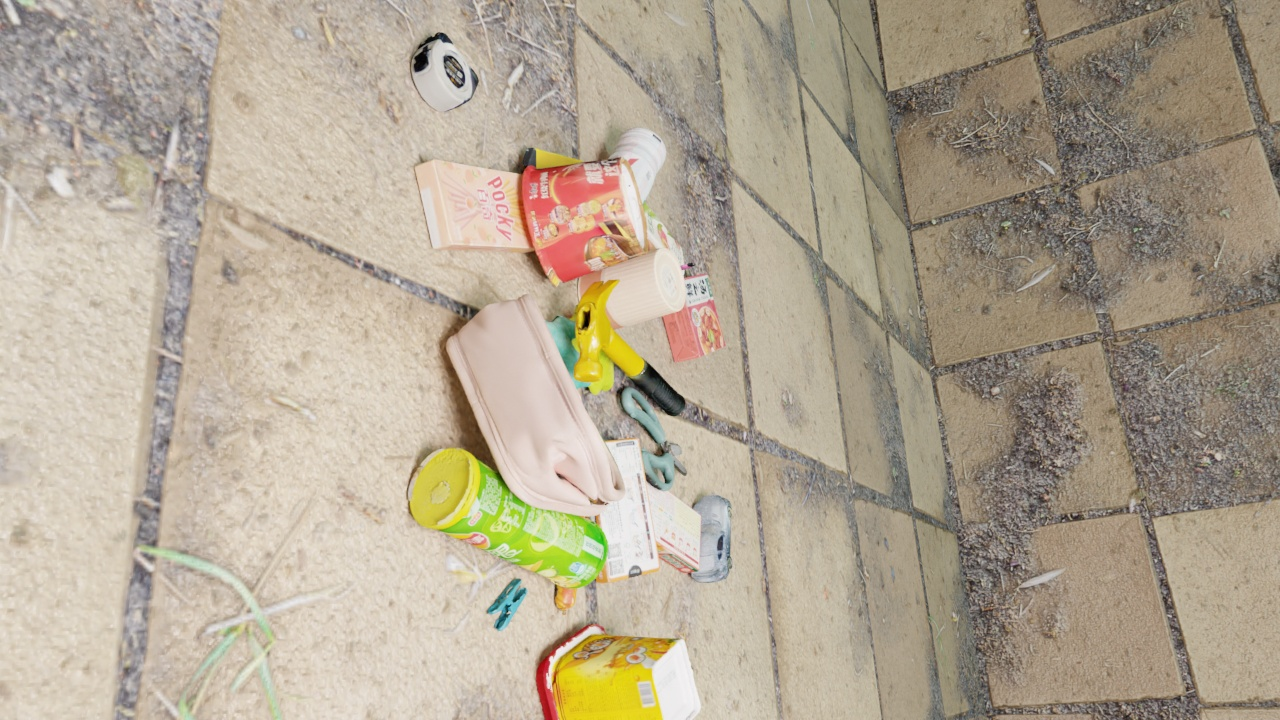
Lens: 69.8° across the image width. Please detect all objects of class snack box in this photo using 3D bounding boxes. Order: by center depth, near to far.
[{"bbox_3d":[-0.162,-0.154,0.935,0.157,0.026,0.084,-11,88,-62],"label":"snack box"},{"bbox_3d":[-0.025,0.165,1.023,0.075,0.026,0.153,-2,79,-40],"label":"snack box"},{"bbox_3d":[0.029,0.201,1.132,0.156,0.027,0.076,43,42,-46],"label":"snack box"},{"bbox_3d":[0.078,-0.065,1.322,0.126,0.044,0.113,-23,98,-62],"label":"snack box"}]

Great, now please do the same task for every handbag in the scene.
[{"bbox_3d":[-0.077,0.064,0.888,0.193,0.093,0.234,62,4,33],"label":"handbag"}]

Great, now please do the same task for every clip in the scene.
[{"bbox_3d":[-0.122,0.226,0.853,0.047,0.014,0.056,64,31,-18],"label":"clip"}]

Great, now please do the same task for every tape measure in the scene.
[{"bbox_3d":[-0.198,-0.285,0.919,0.066,0.034,0.065,52,34,-36],"label":"tape measure"}]

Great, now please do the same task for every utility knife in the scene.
[{"bbox_3d":[-0.086,-0.231,1.121,0.215,0.015,0.033,-9,104,-65],"label":"utility knife"}]

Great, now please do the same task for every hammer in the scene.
[{"bbox_3d":[-0.006,0.006,1.077,0.300,0.033,0.128,46,44,-61],"label":"hammer"}]

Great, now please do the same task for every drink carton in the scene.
[{"bbox_3d":[0.012,-0.161,1.240,0.122,0.046,0.053,42,38,-49],"label":"drink carton"}]

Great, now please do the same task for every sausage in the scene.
[{"bbox_3d":[-0.071,0.184,0.959,0.021,0.021,0.164,44,41,-46],"label":"sausage"}]

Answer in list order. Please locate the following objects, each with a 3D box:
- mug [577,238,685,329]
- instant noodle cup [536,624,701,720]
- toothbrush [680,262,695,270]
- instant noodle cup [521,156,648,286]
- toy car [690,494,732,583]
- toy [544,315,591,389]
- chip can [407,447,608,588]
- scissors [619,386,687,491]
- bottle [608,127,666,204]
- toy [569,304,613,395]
[{"bbox_3d":[-0.009,-0.098,1.109,0.081,0.106,0.114,41,44,-48],"label":"mug"},{"bbox_3d":[-0.018,0.320,0.888,0.116,0.124,0.116,-14,90,-62],"label":"instant noodle cup"},{"bbox_3d":[0.037,-0.111,1.174,0.189,0.014,0.018,-179,-89,-74],"label":"toothbrush"},{"bbox_3d":[-0.057,-0.160,1.008,0.137,0.109,0.138,-12,89,-80],"label":"instant noodle cup"},{"bbox_3d":[0.091,0.233,1.204,0.037,0.054,0.120,47,39,-46],"label":"toy car"},{"bbox_3d":[-0.080,-0.010,1.003,0.096,0.030,0.092,-26,94,-30],"label":"toy"},{"bbox_3d":[-0.112,0.151,0.843,0.221,0.073,0.072,41,44,-48],"label":"chip can"},{"bbox_3d":[0.024,0.119,1.139,0.177,0.019,0.170,53,20,-39],"label":"scissors"},{"bbox_3d":[-0.027,-0.212,1.161,0.068,0.068,0.196,54,45,-36],"label":"bottle"},{"bbox_3d":[-0.059,-0.010,1.059,0.100,0.031,0.096,36,50,-52],"label":"toy"}]
